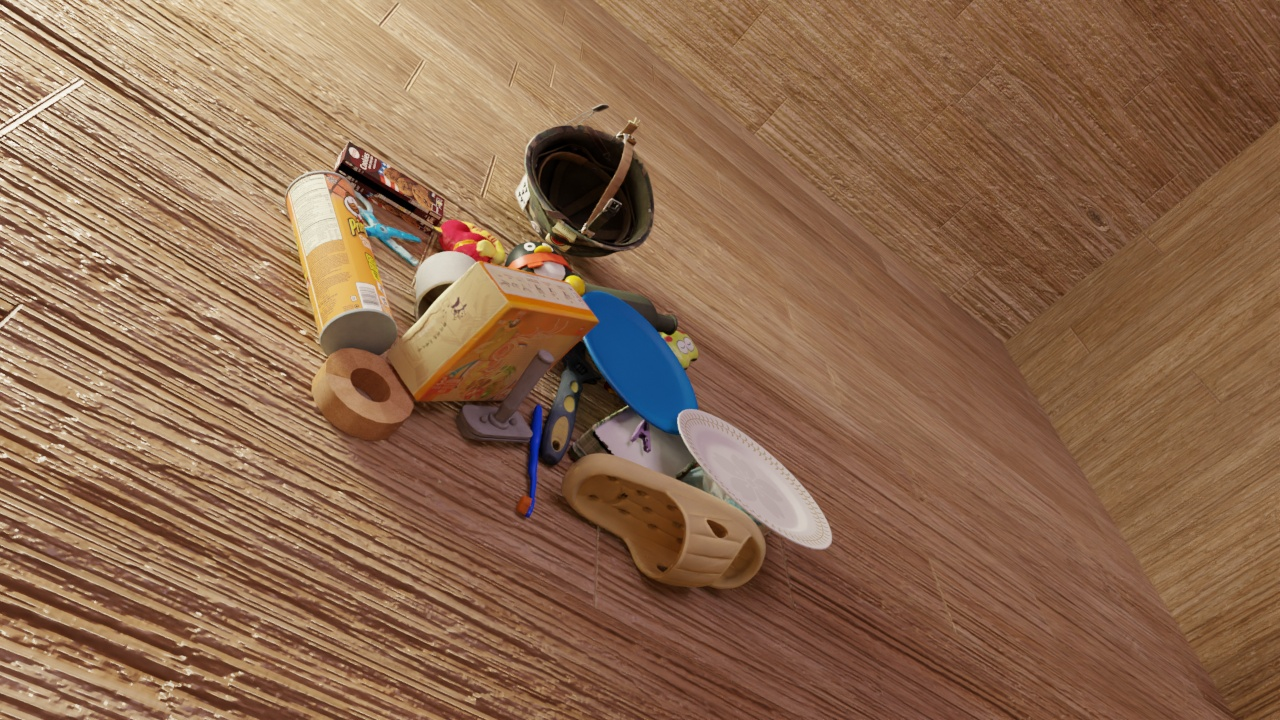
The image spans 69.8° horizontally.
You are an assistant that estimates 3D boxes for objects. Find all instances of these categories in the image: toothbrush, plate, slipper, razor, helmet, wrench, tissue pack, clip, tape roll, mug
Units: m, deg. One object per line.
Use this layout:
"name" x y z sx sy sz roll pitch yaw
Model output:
"toothbrush" -0.120 0.105 1.010 0.018 0.016 0.182 28 30 -21
"plate" -0.007 0.007 1.189 0.224 0.024 0.223 41 26 -25
"slipper" 0.031 0.189 1.001 0.261 0.111 0.079 31 26 -18
"razor" -0.131 0.036 0.982 0.088 0.116 0.047 10 35 -50
"helmet" -0.075 -0.254 1.368 0.224 0.237 0.192 38 58 -36
"wrench" -0.090 0.044 1.140 0.073 0.022 0.272 37 26 -14
"tissue pack" 0.128 0.182 1.200 0.112 0.070 0.181 52 27 19
"plate" 0.138 0.148 1.139 0.242 0.016 0.242 35 17 -12
"clip" -0.001 0.089 1.104 0.046 0.014 0.050 18 40 -41
"tape roll" -0.268 0.032 0.887 0.094 0.027 0.093 34 27 -21
"mug" -0.214 -0.064 1.067 0.070 0.084 0.113 -107 177 -49

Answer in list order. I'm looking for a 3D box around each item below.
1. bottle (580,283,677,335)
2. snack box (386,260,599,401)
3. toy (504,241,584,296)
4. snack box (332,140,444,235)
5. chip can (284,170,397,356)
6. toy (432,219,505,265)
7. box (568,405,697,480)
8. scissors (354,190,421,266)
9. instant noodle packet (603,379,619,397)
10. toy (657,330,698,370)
"bottle" -0.029 -0.064 1.312 0.206 0.072 0.071 8 43 -43
"snack box" -0.156 -0.030 0.981 0.080 0.145 0.195 52 17 16
"toy" -0.138 -0.110 1.210 0.097 0.100 0.119 -2 56 -30
"snack box" -0.323 -0.221 1.182 0.141 0.032 0.051 30 29 -28
"chip can" -0.316 -0.102 0.962 0.075 0.075 0.215 16 38 -45
"toy" -0.223 -0.146 1.189 0.105 0.067 0.137 27 22 -20
"box" 0.002 0.113 1.145 0.117 0.050 0.205 50 26 5
"scissors" -0.325 -0.158 1.110 0.134 0.012 0.134 44 25 -5
"instant noodle packet" 0.009 0.033 1.287 0.135 0.040 0.098 31 32 -23
"toy" 0.035 -0.029 1.412 0.115 0.046 0.091 39 30 8
